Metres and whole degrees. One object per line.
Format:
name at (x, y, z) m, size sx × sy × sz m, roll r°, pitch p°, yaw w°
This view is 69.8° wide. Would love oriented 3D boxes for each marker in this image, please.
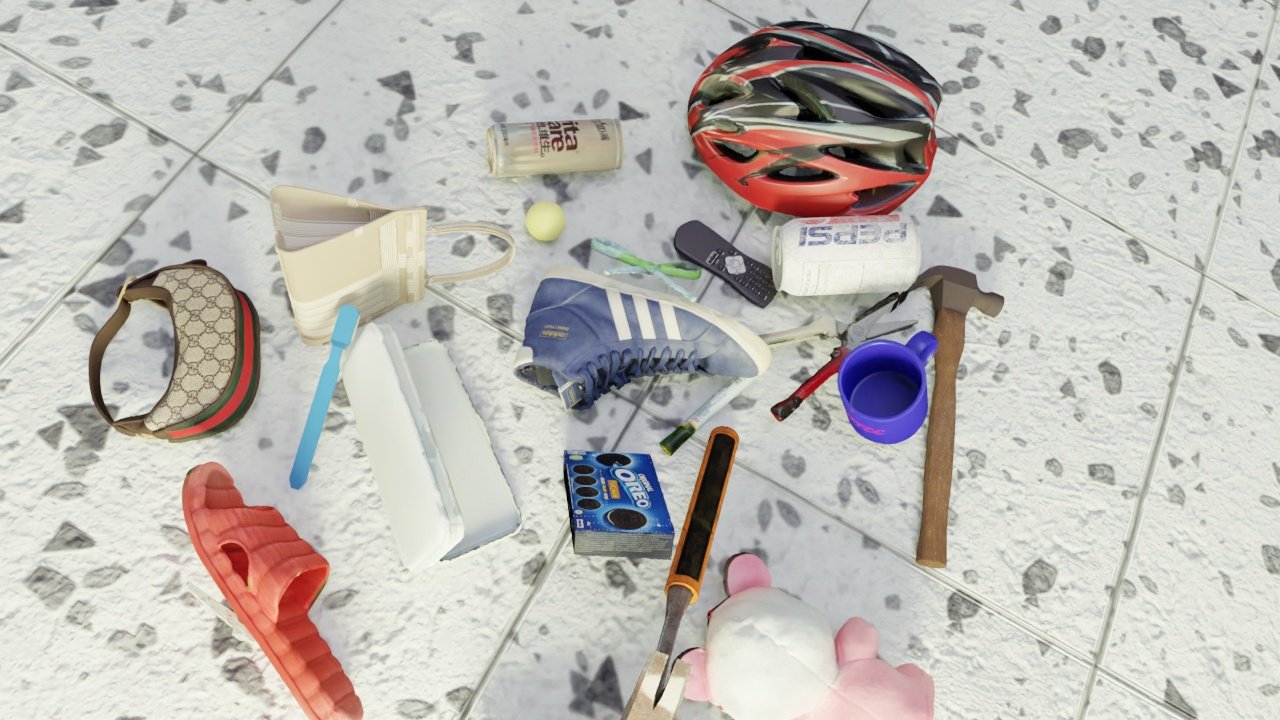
marker at (0.074, 0.041, 0.894) m, size 0.146 × 0.017 × 0.017 m, roll -40°, pitch 80°, yaw -22°

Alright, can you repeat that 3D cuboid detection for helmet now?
helmet at (0.182, -0.260, 0.974) m, size 0.272 × 0.167 × 0.216 m, roll 19°, pitch 59°, yaw 10°

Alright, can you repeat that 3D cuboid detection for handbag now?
handbag at (-0.208, -0.087, 0.807) m, size 0.197 × 0.176 × 0.062 m, roll -8°, pitch 70°, yaw -17°
handbag at (-0.410, -0.012, 0.800) m, size 0.138 × 0.063 × 0.166 m, roll -8°, pitch 70°, yaw -4°

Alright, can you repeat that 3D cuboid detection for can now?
can at (0.206, -0.106, 0.928) m, size 0.136 × 0.078 × 0.078 m, roll -2°, pitch 68°, yaw -1°
can at (-0.088, -0.220, 0.948) m, size 0.135 × 0.054 × 0.054 m, roll -7°, pitch 70°, yaw -13°

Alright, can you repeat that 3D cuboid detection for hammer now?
hammer at (0.305, 0.048, 0.930) m, size 0.115 × 0.033 × 0.322 m, roll 15°, pitch 67°, yaw -7°
hammer at (0.041, 0.166, 0.757) m, size 0.035 × 0.138 × 0.313 m, roll 19°, pitch 45°, yaw 3°

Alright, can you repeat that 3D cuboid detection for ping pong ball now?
ping pong ball at (-0.095, -0.140, 0.922) m, size 0.040 × 0.040 × 0.040 m, roll 4°, pitch 67°, yaw -10°

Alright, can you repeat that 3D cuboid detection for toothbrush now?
toothbrush at (-0.276, 0.032, 0.799) m, size 0.016 × 0.014 × 0.166 m, roll 18°, pitch 92°, yaw -3°
toothbrush at (-0.308, 0.185, 0.670) m, size 0.010 × 0.182 × 0.010 m, roll 4°, pitch 63°, yaw -6°

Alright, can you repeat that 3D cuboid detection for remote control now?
remote control at (0.090, -0.104, 0.960) m, size 0.124 × 0.009 × 0.046 m, roll 35°, pitch 66°, yaw 4°

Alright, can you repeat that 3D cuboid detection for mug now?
mug at (0.244, 0.020, 0.879) m, size 0.079 × 0.083 × 0.111 m, roll 41°, pitch 87°, yaw 26°

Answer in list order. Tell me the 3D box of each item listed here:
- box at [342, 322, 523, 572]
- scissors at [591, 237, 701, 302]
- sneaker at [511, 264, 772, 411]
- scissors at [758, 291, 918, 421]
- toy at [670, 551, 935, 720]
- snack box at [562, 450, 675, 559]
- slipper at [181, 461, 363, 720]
box at (-0.174, 0.069, 0.814) m, size 0.124 × 0.107 × 0.215 m, roll -5°, pitch 65°, yaw -44°
scissors at (0.002, -0.089, 0.884) m, size 0.168 × 0.171 × 0.023 m, roll 31°, pitch 108°, yaw 23°
sneaker at (-0.006, 0.004, 0.847) m, size 0.233 × 0.092 × 0.118 m, roll 22°, pitch 63°, yaw 5°
scissors at (0.181, -0.011, 0.913) m, size 0.179 × 0.015 × 0.187 m, roll 17°, pitch 66°, yaw 2°
toy at (0.141, 0.269, 0.777) m, size 0.213 × 0.084 × 0.141 m, roll 33°, pitch 74°, yaw 3°
snack box at (-0.021, 0.119, 0.784) m, size 0.082 × 0.150 × 0.027 m, roll 2°, pitch 110°, yaw -10°
slipper at (-0.278, 0.177, 0.724) m, size 0.059 × 0.103 × 0.248 m, roll -33°, pitch 80°, yaw -7°
